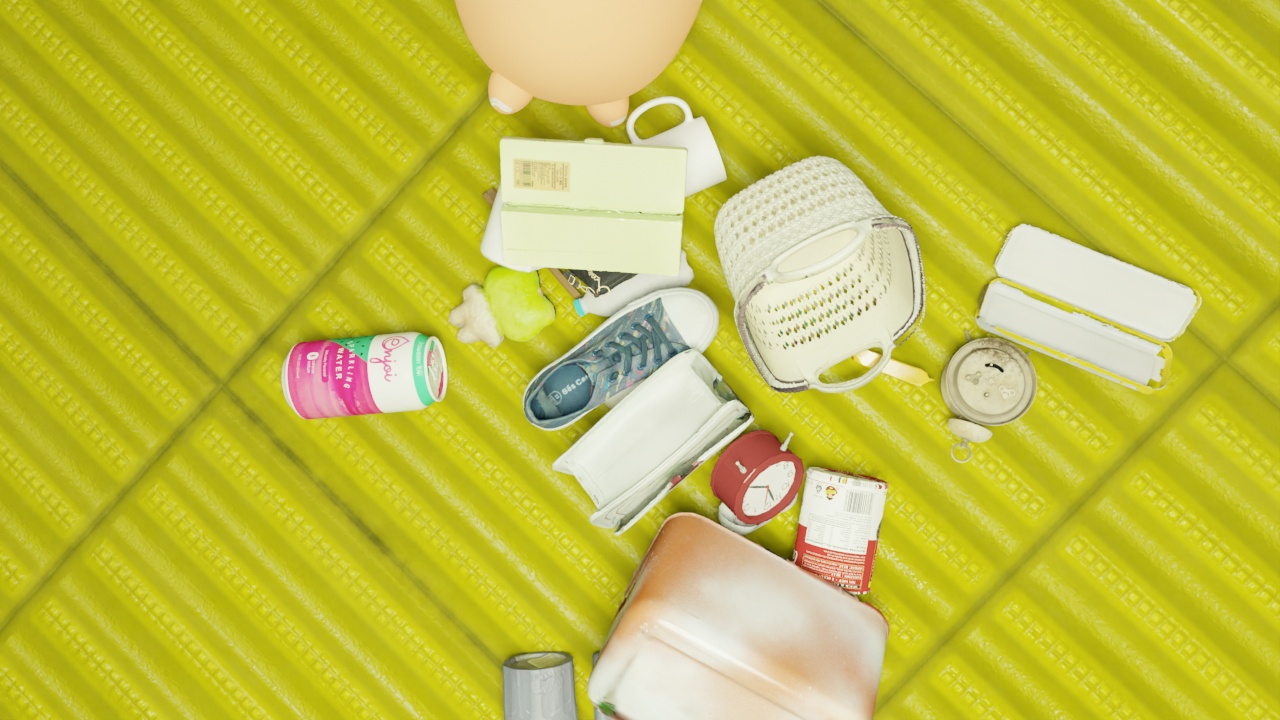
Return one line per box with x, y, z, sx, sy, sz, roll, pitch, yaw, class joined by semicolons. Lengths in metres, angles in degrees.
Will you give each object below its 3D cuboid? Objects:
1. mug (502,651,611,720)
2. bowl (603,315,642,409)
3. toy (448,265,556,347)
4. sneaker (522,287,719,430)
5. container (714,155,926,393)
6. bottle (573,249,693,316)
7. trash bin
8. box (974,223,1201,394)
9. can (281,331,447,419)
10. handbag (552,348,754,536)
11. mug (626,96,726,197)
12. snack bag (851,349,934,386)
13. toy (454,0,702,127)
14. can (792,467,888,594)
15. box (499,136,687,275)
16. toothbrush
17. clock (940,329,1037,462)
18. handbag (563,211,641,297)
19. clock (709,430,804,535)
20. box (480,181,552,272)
-0.091;0.381;1.014;0.123;0.084;0.104;-2;86;-18;mug
-0.006;0.006;1.020;0.115;0.050;0.114;0;89;6;bowl
-0.160;-0.057;1.041;0.118;0.043;0.092;-25;89;7;toy
-0.027;-0.004;0.956;0.235;0.079;0.087;-31;86;4;sneaker
0.172;-0.080;0.911;0.185;0.251;0.143;-28;58;6;container
-0.009;-0.083;1.025;0.136;0.044;0.044;-22;87;5;bottle
0.093;0.303;0.918;0.260;0.157;0.182;29;124;5;trash bin
0.474;-0.055;0.980;0.210;0.045;0.128;23;90;7;box
-0.309;0.017;1.031;0.166;0.088;0.088;-5;88;5;can
0.021;0.092;0.971;0.198;0.142;0.096;-42;69;5;handbag
0.032;-0.232;1.002;0.090;0.073;0.110;-22;110;5;mug
0.272;0.006;1.006;0.099;0.026;0.020;21;97;4;snack bag
-0.067;-0.389;0.938;0.262;0.266;0.281;0;109;-26;toy
0.211;0.179;0.977;0.087;0.086;0.116;10;90;6;can
-0.048;-0.154;0.920;0.187;0.030;0.139;5;122;2;box
-0.123;-0.134;1.052;0.016;0.016;0.167;-42;85;4;toothbrush
0.362;0.043;0.982;0.093;0.054;0.140;21;84;6;clock
-0.021;-0.114;0.998;0.128;0.054;0.079;-29;53;-8;handbag
0.126;0.133;0.976;0.096;0.138;0.048;-25;42;-20;clock
-0.108;-0.172;0.980;0.094;0.084;0.166;30;117;21;box
